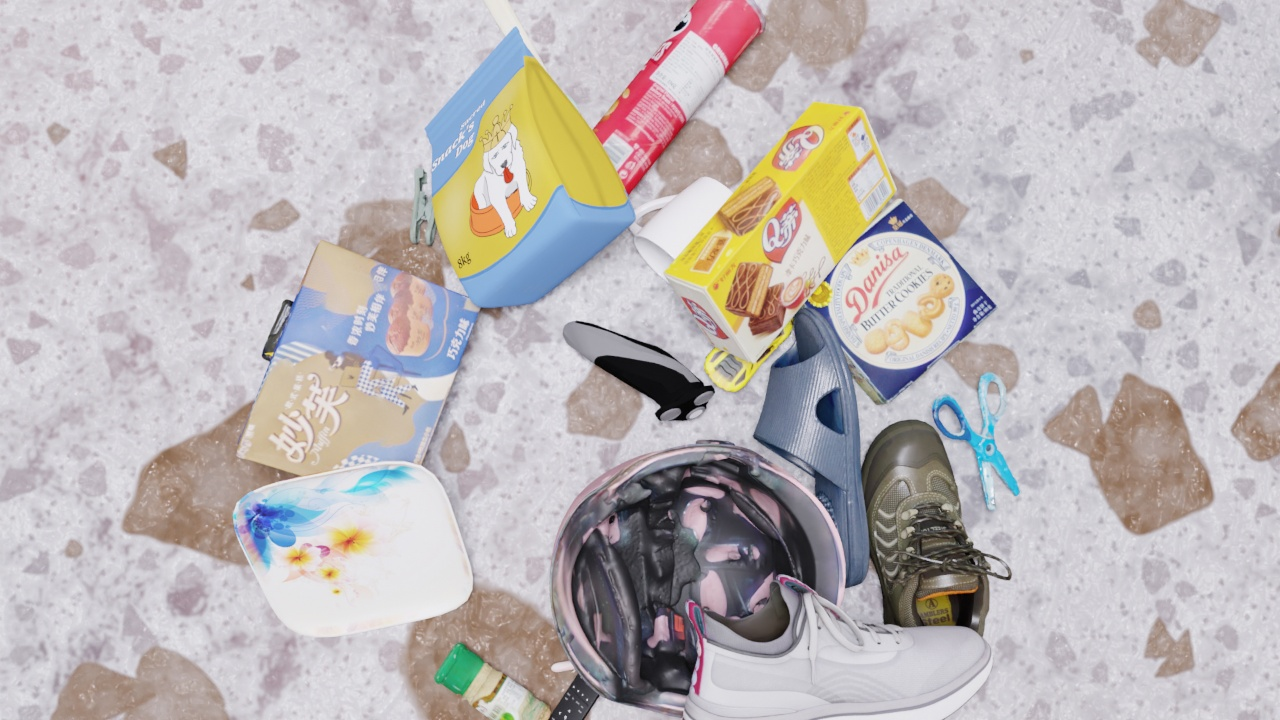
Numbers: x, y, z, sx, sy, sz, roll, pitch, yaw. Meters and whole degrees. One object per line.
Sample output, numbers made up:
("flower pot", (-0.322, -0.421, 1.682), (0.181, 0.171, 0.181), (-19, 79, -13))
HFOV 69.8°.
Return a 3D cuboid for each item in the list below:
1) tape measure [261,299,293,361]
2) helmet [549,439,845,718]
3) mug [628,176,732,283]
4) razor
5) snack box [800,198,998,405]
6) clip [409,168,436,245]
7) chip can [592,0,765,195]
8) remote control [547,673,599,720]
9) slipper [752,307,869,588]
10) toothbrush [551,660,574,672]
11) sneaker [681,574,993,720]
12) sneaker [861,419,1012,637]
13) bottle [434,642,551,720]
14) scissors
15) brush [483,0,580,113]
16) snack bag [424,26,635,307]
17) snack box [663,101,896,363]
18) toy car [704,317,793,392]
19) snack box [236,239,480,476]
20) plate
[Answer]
("tape measure", (-0.323, -0.018, 0.886), (0.064, 0.037, 0.065), (20, 87, 1))
("helmet", (0.043, 0.187, 0.815), (0.255, 0.153, 0.230), (-9, 88, -11))
("mug", (0.041, -0.130, 0.890), (0.114, 0.081, 0.087), (36, 78, 33))
("razor", (-0.005, 0.005, 0.883), (0.156, 0.057, 0.060), (37, 57, 10))
("snack box", (0.243, -0.056, 0.896), (0.144, 0.042, 0.145), (-41, 87, -3))
("clip", (-0.219, -0.153, 0.909), (0.049, 0.023, 0.078), (19, 83, 3))
("chip can", (0.024, -0.259, 0.898), (0.073, 0.073, 0.233), (38, 86, 2))
("remote control", (-0.084, 0.359, 0.863), (0.030, 0.009, 0.140), (30, 84, 36))
("slipper", (0.152, 0.084, 0.851), (0.082, 0.101, 0.263), (-8, 90, -11))
("toothbrush", (0.004, 0.275, 0.876), (0.181, 0.016, 0.018), (-11, 78, -2))
("sneaker", (0.153, 0.227, 0.727), (0.263, 0.097, 0.129), (-8, 97, -12))
("sneaker", (0.259, 0.171, 0.826), (0.101, 0.143, 0.238), (-7, 84, -1))
("bottle", (-0.138, 0.312, 0.858), (0.111, 0.043, 0.043), (35, 85, 1))
("scissors", (0.324, 0.082, 0.887), (0.114, 0.013, 0.140), (-2, 87, -25))
("brush", (-0.114, -0.309, 0.931), (0.033, 0.012, 0.217), (-30, 84, -3))
("snack bag", (-0.119, -0.174, 0.844), (0.159, 0.102, 0.205), (-34, 76, 36))
("snack box", (0.133, -0.121, 0.850), (0.230, 0.062, 0.110), (-49, 131, -12))
("toy car", (0.107, -0.017, 0.898), (0.049, 0.030, 0.107), (40, 84, 4))
("snack box", (-0.258, 0.013, 0.845), (0.155, 0.069, 0.202), (22, 84, -20))
("plate", (-0.256, 0.171, 0.835), (0.187, 0.016, 0.187), (-11, 121, -2))
